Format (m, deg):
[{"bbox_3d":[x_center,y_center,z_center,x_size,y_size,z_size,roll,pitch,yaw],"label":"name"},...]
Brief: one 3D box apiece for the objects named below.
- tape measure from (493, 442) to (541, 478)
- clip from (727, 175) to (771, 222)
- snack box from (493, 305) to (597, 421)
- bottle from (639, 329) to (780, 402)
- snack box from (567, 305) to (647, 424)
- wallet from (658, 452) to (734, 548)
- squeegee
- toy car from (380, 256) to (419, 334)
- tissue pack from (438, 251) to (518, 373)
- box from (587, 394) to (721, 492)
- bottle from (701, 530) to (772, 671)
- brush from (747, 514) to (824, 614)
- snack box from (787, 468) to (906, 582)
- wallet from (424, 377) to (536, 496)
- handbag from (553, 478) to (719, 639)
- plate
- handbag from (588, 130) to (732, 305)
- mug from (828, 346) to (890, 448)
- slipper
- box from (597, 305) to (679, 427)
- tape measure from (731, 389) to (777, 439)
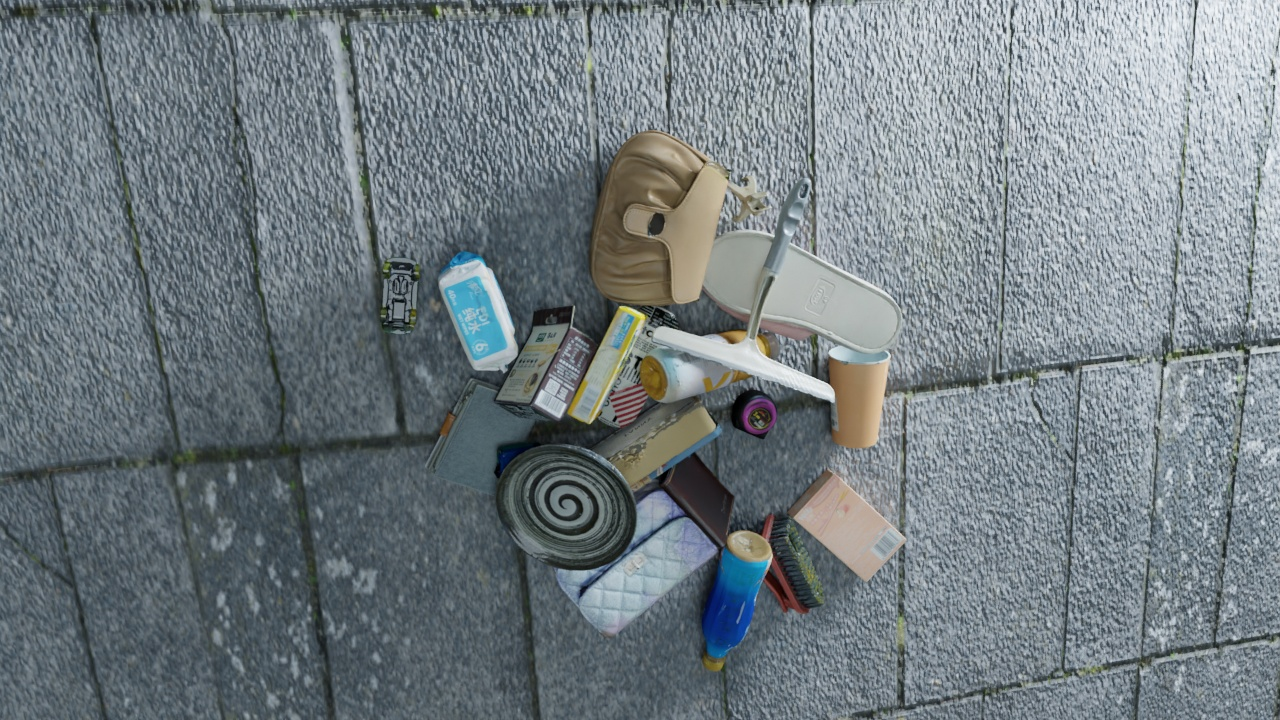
[{"bbox_3d":[-0.151,0.126,1.129,0.058,0.025,0.055,-6,123,-26],"label":"tape measure"},{"bbox_3d":[0.134,-0.183,1.109,0.035,0.103,0.092,-19,129,-8],"label":"clip"},{"bbox_3d":[-0.111,0.005,1.076,0.053,0.113,0.125,35,73,-26],"label":"snack box"},{"bbox_3d":[0.090,0.001,1.132,0.189,0.068,0.068,-14,107,-31],"label":"bottle"},{"bbox_3d":[-0.037,0.003,1.081,0.034,0.087,0.140,29,97,3],"label":"snack box"},{"bbox_3d":[0.075,0.169,1.182,0.020,0.096,0.122,-30,111,33],"label":"wallet"},{"bbox_3d":[0.157,-0.102,1.108,0.246,0.039,0.246,18,89,-15],"label":"squeegee"},{"bbox_3d":[-0.282,-0.077,1.076,0.043,0.036,0.091,5,103,-11],"label":"toy car"},{"bbox_3d":[-0.187,-0.056,1.072,0.063,0.090,0.140,-21,106,-6],"label":"tissue pack"},{"bbox_3d":[0.017,0.101,1.150,0.184,0.089,0.060,-31,105,2],"label":"box"},{"bbox_3d":[0.118,0.328,1.221,0.065,0.065,0.219,5,119,-13],"label":"bottle"},{"bbox_3d":[0.196,0.285,1.248,0.069,0.063,0.146,-18,110,25],"label":"brush"},{"bbox_3d":[0.285,0.229,1.266,0.157,0.026,0.084,42,93,-17],"label":"snack box"},{"bbox_3d":[-0.195,0.094,1.135,0.106,0.037,0.130,24,98,-27],"label":"wallet"},{"bbox_3d":[-0.010,0.257,1.189,0.194,0.075,0.134,-39,107,0],"label":"handbag"},{"bbox_3d":[-0.088,0.176,1.117,0.179,0.024,0.180,5,116,11],"label":"plate"},{"bbox_3d":[0.019,-0.162,1.082,0.147,0.099,0.204,12,100,-7],"label":"handbag"},{"bbox_3d":[0.282,0.049,1.200,0.078,0.078,0.123,-4,108,-10],"label":"mug"},{"bbox_3d":[0.198,-0.084,1.158,0.274,0.054,0.114,19,95,-5],"label":"slipper"},{"bbox_3d":[-0.006,0.008,1.142,0.071,0.057,0.164,19,98,-29],"label":"box"},{"bbox_3d":[0.148,0.067,1.195,0.057,0.039,0.058,21,103,-15],"label":"tape measure"}]
